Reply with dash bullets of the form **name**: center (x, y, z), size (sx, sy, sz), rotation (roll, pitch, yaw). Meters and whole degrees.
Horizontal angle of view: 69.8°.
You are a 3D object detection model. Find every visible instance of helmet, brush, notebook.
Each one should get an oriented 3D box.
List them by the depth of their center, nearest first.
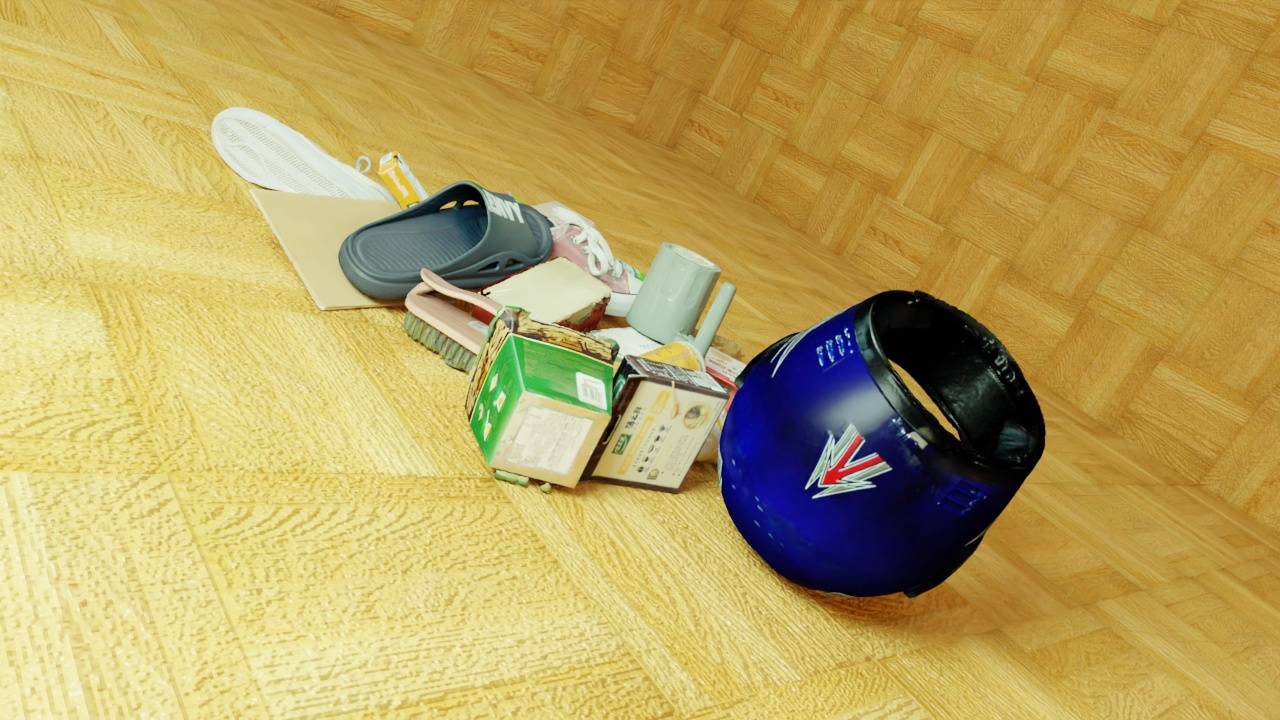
- **helmet**: center (0.205, 0.081, 0.838), size (0.247, 0.241, 0.314), rotation (51, 33, 13)
- **brush**: center (-0.172, -0.033, 0.905), size (0.146, 0.073, 0.063), rotation (32, 19, 18)
- **notebook**: center (-0.296, -0.117, 0.974), size (0.148, 0.008, 0.207), rotation (56, 25, 11)
- **brush**: center (0.040, -0.051, 1.307), size (0.255, 0.046, 0.083), rotation (30, 2, 22)

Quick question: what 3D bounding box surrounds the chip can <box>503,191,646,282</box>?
- **chip can**: center (-0.098, -0.138, 1.230), size (0.236, 0.072, 0.072), rotation (28, 15, -29)

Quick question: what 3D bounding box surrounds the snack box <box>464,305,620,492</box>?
- **snack box**: center (-0.080, 0.038, 0.776), size (0.118, 0.118, 0.105), rotation (17, 25, -22)

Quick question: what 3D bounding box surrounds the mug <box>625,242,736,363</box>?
- **mug**: center (0.053, -0.069, 1.091), size (0.083, 0.103, 0.124), rotation (7, 24, -47)

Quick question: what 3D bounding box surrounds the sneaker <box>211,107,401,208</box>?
- **sneaker**: center (-0.394, -0.234, 1.102), size (0.242, 0.090, 0.090), rotation (33, 34, 4)

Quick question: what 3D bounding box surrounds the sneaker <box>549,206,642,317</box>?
- **sneaker**: center (-0.077, -0.127, 1.138), size (0.241, 0.088, 0.118), rotation (20, 20, -19)

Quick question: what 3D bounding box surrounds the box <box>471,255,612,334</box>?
- **box**: center (-0.104, -0.056, 0.996), size (0.091, 0.080, 0.167), rotation (36, 32, 13)

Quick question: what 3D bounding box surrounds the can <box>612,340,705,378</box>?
- **can**: center (-0.001, 0.025, 0.938), size (0.145, 0.058, 0.058), rotation (-21, 48, -40)

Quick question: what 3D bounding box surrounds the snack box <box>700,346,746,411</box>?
- **snack box**: center (0.118, 0.035, 1.178), size (0.113, 0.044, 0.127), rotation (28, 17, -2)

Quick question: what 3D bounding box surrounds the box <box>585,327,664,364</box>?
- **box**: center (-0.006, 0.006, 1.062), size (0.090, 0.059, 0.184), rotation (34, 21, 24)

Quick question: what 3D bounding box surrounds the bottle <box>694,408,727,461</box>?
- **bottle**: center (0.064, 0.065, 0.985), size (0.063, 0.063, 0.108), rotation (27, 18, 0)

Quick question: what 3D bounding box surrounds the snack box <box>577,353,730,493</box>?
- **snack box**: center (0.004, 0.059, 0.832), size (0.125, 0.113, 0.053), rotation (15, 21, -35)

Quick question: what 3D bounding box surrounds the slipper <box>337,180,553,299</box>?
- **slipper**: center (-0.190, -0.135, 0.985), size (0.267, 0.084, 0.110), rotation (-20, 67, -44)

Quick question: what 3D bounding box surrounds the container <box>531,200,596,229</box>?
- **container**: center (-0.134, -0.171, 1.319), size (0.090, 0.090, 0.110), rotation (31, 21, 12)

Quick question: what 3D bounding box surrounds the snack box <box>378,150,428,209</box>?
- **snack box**: center (-0.263, -0.179, 1.118), size (0.154, 0.026, 0.075), rotation (59, 2, -28)
